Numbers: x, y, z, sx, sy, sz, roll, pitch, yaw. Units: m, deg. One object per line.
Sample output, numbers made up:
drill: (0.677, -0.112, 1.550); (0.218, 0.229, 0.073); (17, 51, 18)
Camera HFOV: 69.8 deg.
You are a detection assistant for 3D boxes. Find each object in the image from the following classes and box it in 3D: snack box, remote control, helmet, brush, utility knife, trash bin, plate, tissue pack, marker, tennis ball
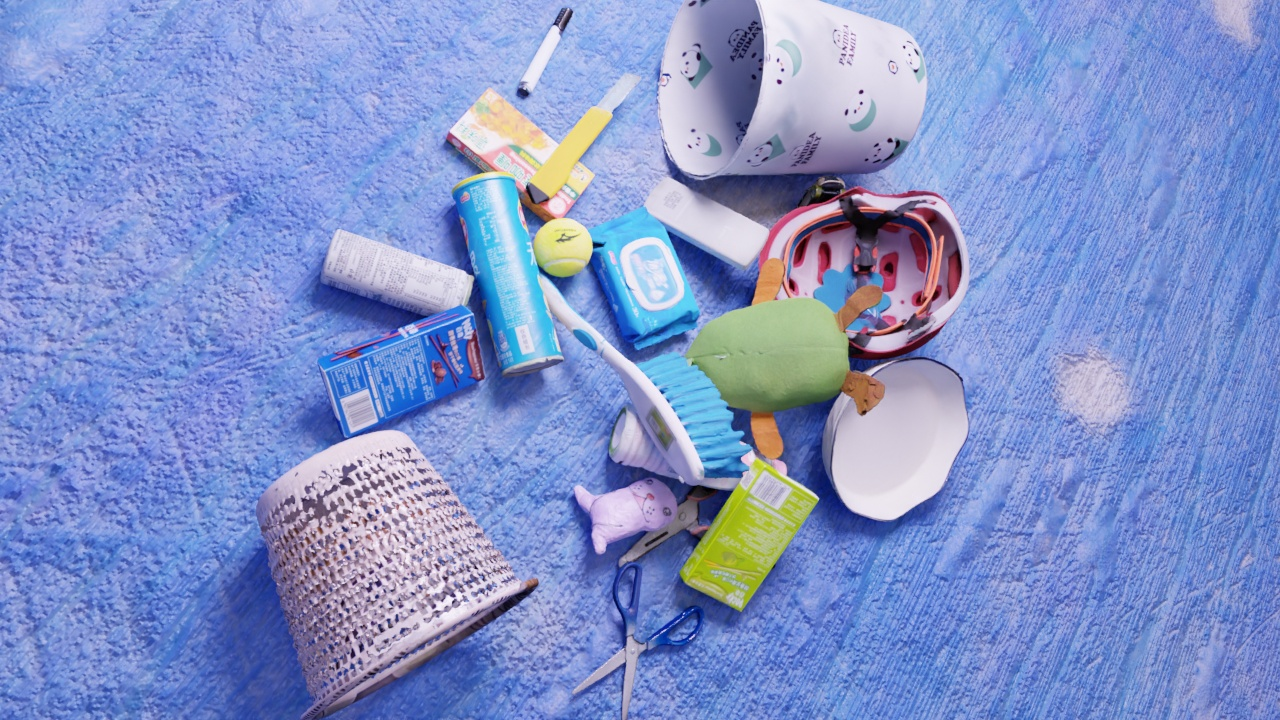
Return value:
snack box: (-0.236, 0.010, 0.922); (0.156, 0.026, 0.085); (-24, 131, -25)
remote control: (0.075, -0.162, 1.083); (0.150, 0.021, 0.058); (31, 73, 16)
helmet: (0.265, -0.091, 1.113); (0.240, 0.144, 0.206); (1, 70, 8)
brush: (-0.006, 0.006, 0.984); (0.109, 0.061, 0.314); (-16, 60, -31)
utility knife: (-0.063, -0.258, 1.053); (0.033, 0.015, 0.218); (39, 68, -9)
snack box: (-0.135, -0.230, 1.042); (0.156, 0.027, 0.076); (38, 66, -10)
trash bin: (-0.235, 0.179, 0.824); (0.227, 0.228, 0.192); (-26, 77, -25)
trash bin: (0.184, -0.324, 1.097); (0.251, 0.230, 0.229); (-1, 79, -29)
plate: (0.302, 0.090, 1.099); (0.204, 0.045, 0.205); (-8, 110, -24)
tissue pack: (0.002, -0.096, 1.055); (0.094, 0.052, 0.157); (-22, 87, -25)
marker: (-0.112, -0.367, 1.086); (0.018, 0.023, 0.130); (31, 68, -19)
tennis ball: (-0.086, -0.125, 1.018); (0.065, 0.066, 0.065); (5, 76, -21)
snack box: (0.119, 0.193, 1.007); (0.085, 0.026, 0.156); (31, 95, -22)

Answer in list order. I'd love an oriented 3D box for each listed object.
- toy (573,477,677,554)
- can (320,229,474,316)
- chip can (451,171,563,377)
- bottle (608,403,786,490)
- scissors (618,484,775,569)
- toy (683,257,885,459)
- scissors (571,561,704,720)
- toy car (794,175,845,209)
toy: (-0.012, 0.159, 0.989); (0.108, 0.039, 0.083); (-14, 57, -20)
can: (-0.250, -0.085, 0.946); (0.146, 0.058, 0.058); (18, 72, -18)
chip can: (-0.143, -0.091, 0.985); (0.071, 0.071, 0.210); (-13, 84, -24)
bottle: (0.066, 0.106, 1.018); (0.197, 0.068, 0.068); (18, 72, -12)
scissors: (0.066, 0.172, 1.041); (0.226, 0.015, 0.188); (27, 69, -13)
toy: (0.152, -0.005, 1.014); (0.090, 0.247, 0.226); (23, 67, -56)
scissors: (-0.002, 0.298, 0.983); (0.175, 0.012, 0.162); (-13, 92, -27)
toy car: (0.221, -0.198, 1.146); (0.042, 0.091, 0.035); (-2, 60, -20)
